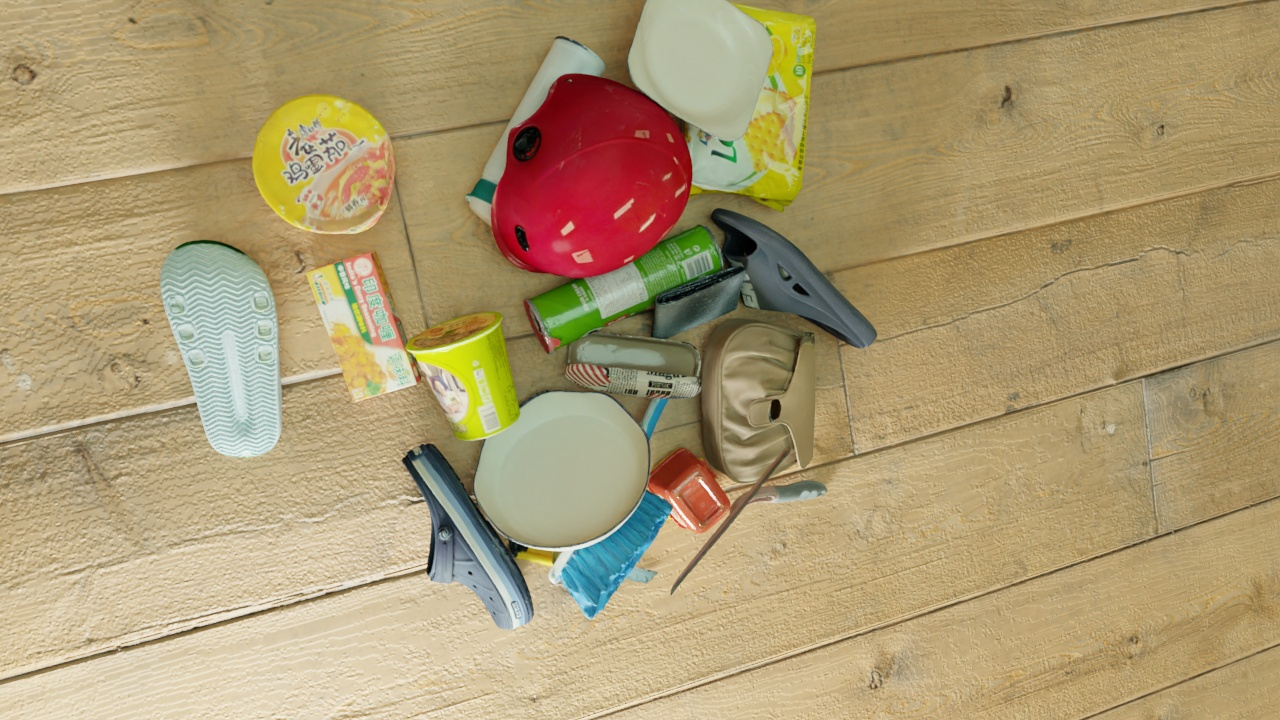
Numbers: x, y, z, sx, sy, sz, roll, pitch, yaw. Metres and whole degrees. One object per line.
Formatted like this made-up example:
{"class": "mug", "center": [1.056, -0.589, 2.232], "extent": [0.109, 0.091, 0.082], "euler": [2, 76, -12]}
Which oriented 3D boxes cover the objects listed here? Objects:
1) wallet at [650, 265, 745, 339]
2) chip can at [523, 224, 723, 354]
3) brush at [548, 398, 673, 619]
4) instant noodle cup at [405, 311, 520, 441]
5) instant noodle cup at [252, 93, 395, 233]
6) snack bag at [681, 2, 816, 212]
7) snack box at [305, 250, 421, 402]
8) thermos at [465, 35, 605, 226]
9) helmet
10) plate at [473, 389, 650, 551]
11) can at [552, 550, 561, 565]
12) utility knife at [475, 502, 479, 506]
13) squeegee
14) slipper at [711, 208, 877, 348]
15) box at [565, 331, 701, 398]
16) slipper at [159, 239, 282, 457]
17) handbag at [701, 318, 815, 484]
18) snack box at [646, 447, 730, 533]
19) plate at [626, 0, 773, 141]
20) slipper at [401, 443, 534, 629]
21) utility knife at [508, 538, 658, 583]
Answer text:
{"class": "wallet", "center": [0.069, -0.067, 1.115], "extent": [0.120, 0.097, 0.019], "euler": [-22, 67, -13]}
{"class": "chip can", "center": [-0.018, -0.086, 1.093], "extent": [0.235, 0.072, 0.072], "euler": [-25, 102, -12]}
{"class": "brush", "center": [-0.004, 0.146, 1.083], "extent": [0.109, 0.061, 0.313], "euler": [32, 68, 18]}
{"class": "instant noodle cup", "center": [-0.192, 0.021, 1.044], "extent": [0.111, 0.112, 0.123], "euler": [-21, 110, -13]}
{"class": "instant noodle cup", "center": [-0.331, -0.202, 0.970], "extent": [0.138, 0.110, 0.138], "euler": [-2, 96, -16]}
{"class": "snack bag", "center": [0.123, -0.310, 1.110], "extent": [0.158, 0.068, 0.246], "euler": [3, 94, -18]}
{"class": "snack box", "center": [-0.309, -0.037, 1.029], "extent": [0.077, 0.027, 0.156], "euler": [-16, 101, 3]}
{"class": "thermos", "center": [-0.120, -0.253, 1.047], "extent": [0.073, 0.073, 0.224], "euler": [29, 88, -17]}
{"class": "helmet", "center": [-0.039, -0.187, 1.005], "extent": [0.240, 0.144, 0.207], "euler": [-55, 135, -6]}
{"class": "plate", "center": [-0.086, 0.128, 1.054], "extent": [0.204, 0.205, 0.046], "euler": [-31, 144, -11]}
{"class": "can", "center": [-0.057, 0.209, 1.117], "extent": [0.083, 0.057, 0.102], "euler": [12, 78, -15]}
{"class": "utility knife", "center": [-0.124, 0.120, 1.117], "extent": [0.182, 0.013, 0.029], "euler": [-43, 106, -8]}
{"class": "squeegee", "center": [0.163, 0.173, 1.143], "extent": [0.249, 0.040, 0.248], "euler": [-4, 135, -51]}
{"class": "slipper", "center": [0.180, -0.083, 1.134], "extent": [0.268, 0.111, 0.083], "euler": [39, 88, -20]}
{"class": "box", "center": [-0.007, 0.007, 1.089], "extent": [0.162, 0.086, 0.075], "euler": [9, 93, -4]}
{"class": "slipper", "center": [-0.437, -0.012, 0.984], "extent": [0.104, 0.074, 0.246], "euler": [-8, 114, -16]}
{"class": "handbag", "center": [0.153, 0.051, 1.144], "extent": [0.147, 0.100, 0.204], "euler": [-6, 102, -18]}
{"class": "snack box", "center": [0.063, 0.164, 1.141], "extent": [0.082, 0.080, 0.091], "euler": [-41, 105, -9]}
{"class": "plate", "center": [0.062, -0.334, 1.020], "extent": [0.164, 0.034, 0.163], "euler": [27, 72, -23]}
{"class": "slipper", "center": [-0.209, 0.216, 1.055], "extent": [0.095, 0.105, 0.253], "euler": [-30, 104, -10]}
{"class": "utility knife", "center": [-0.070, 0.250, 1.146], "extent": [0.202, 0.015, 0.033], "euler": [17, 94, -17]}
